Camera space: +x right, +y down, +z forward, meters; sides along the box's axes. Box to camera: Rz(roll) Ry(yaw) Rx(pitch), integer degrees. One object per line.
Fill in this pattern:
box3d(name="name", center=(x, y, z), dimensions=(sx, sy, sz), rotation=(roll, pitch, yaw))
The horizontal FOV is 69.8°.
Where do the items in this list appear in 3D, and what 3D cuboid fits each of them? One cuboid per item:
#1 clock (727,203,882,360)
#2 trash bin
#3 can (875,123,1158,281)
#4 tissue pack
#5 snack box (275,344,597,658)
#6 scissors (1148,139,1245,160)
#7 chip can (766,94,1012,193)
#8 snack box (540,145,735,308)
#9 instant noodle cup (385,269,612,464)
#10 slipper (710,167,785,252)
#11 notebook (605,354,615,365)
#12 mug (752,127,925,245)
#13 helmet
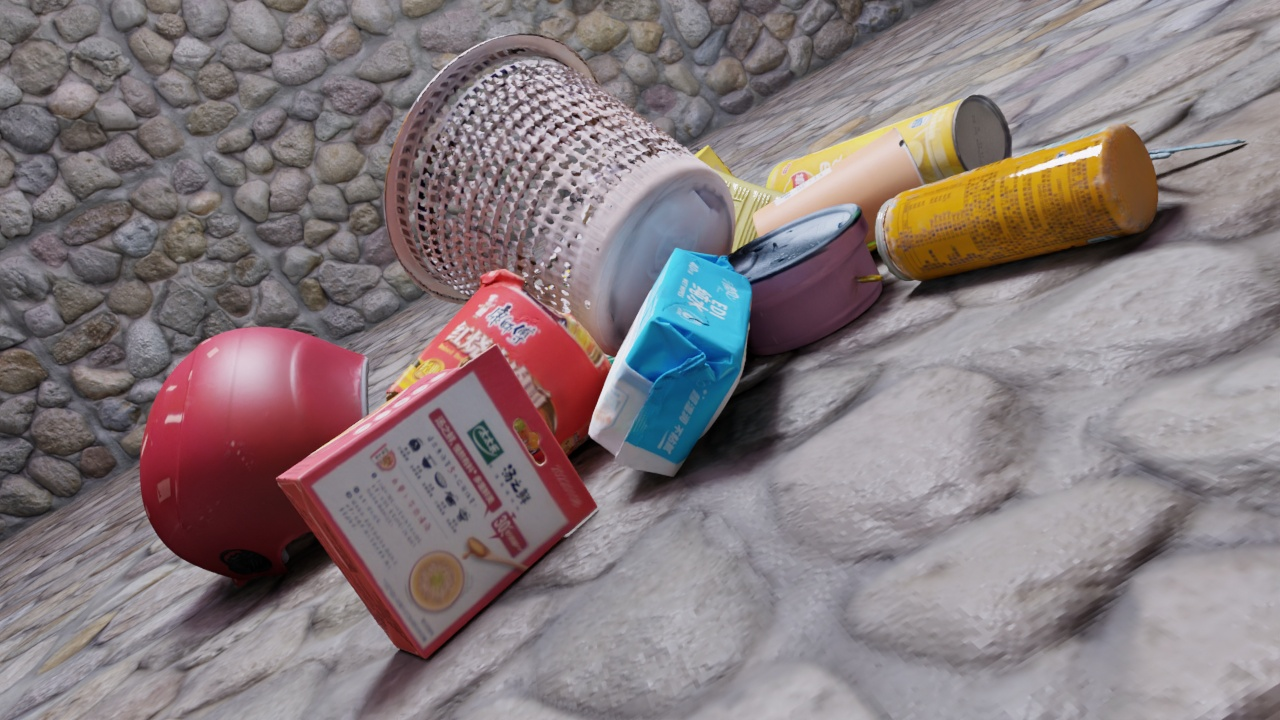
box3d(name="clock", center=(0.090, -0.047, 0.632), dimensions=(0.159, 0.060, 0.117), rotation=(-22, 17, 25))
box3d(name="trash bin", center=(-0.045, -0.107, 0.693), dimensions=(0.192, 0.228, 0.226), rotation=(33, 56, 32))
box3d(name="can", center=(0.210, -0.085, 0.526), dimensions=(0.058, 0.058, 0.146), rotation=(-39, 17, -34))
box3d(name="tissue pack", center=(0.023, -0.002, 0.537), dimensions=(0.090, 0.063, 0.139), rotation=(-61, 4, 27))
box3d(name="snack box", center=(-0.105, 0.072, 0.492), dimensions=(0.126, 0.113, 0.044), rotation=(-38, 15, -32))
box3d(name="scissors", center=(0.284, -0.121, 0.552), dimensions=(0.134, 0.017, 0.135), rotation=(-4, 10, 29))
box3d(name="chip can", center=(0.202, -0.161, 0.781), dimensions=(0.071, 0.072, 0.214), rotation=(-38, 16, -30))
box3d(name="snack box", center=(-0.004, -0.113, 0.943), dimensions=(0.158, 0.070, 0.209), rotation=(-28, 17, 51))
box3d(name="instant noodle cup", center=(-0.095, 0.026, 0.620), dimensions=(0.108, 0.138, 0.138), rotation=(-46, 19, -23))
box3d(name="slipper", center=(0.077, -0.111, 0.807), dimensions=(0.191, 0.081, 0.091), rotation=(21, 82, 33))
box3d(name="notebook", center=(-0.050, -0.001, 0.795), dimensions=(0.210, 0.012, 0.150), rotation=(-15, 19, 46))
box3d(name="mug", center=(0.151, -0.112, 0.691), dimensions=(0.123, 0.078, 0.078), rotation=(-24, 15, 17))
box3d(name="helmet", center=(-0.339, 0.071, 0.762), dimensions=(0.241, 0.144, 0.206), rotation=(-40, 41, 24))
